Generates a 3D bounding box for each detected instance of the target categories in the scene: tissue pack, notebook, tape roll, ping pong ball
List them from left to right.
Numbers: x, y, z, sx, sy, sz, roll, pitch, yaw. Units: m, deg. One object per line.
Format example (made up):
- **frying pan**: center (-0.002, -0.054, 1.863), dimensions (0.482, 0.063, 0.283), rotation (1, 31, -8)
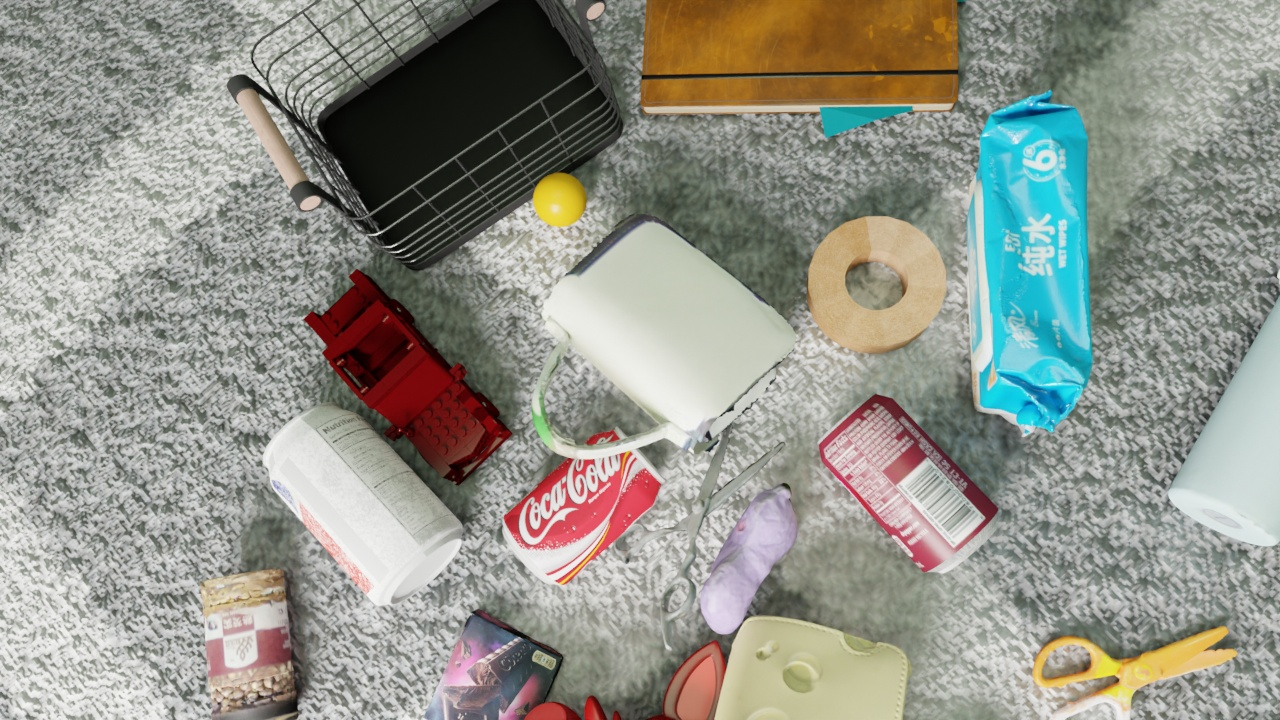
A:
- **ping pong ball**: center (-0.060, -0.120, 0.686), dimensions (0.040, 0.040, 0.040), rotation (-1, 79, 8)
- **notebook**: center (0.127, -0.258, 0.699), dimensions (0.249, 0.014, 0.178), rotation (2, 79, 8)
- **tape roll**: center (0.165, -0.053, 0.648), dimensions (0.094, 0.027, 0.094), rotation (-2, 79, 8)
- **tissue pack**: center (0.248, -0.052, 0.592), dimensions (0.066, 0.117, 0.209), rotation (0, 79, 13)

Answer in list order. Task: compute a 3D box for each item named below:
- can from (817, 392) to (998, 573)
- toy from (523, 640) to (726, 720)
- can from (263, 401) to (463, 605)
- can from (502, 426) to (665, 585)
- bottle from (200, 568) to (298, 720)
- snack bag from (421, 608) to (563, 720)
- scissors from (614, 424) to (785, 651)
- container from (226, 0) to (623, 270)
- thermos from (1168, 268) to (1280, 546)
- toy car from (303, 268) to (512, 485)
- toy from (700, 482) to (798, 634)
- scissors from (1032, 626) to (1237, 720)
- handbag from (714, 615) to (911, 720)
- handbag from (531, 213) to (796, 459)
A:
- **can**: center (0.174, 0.080, 0.603), dimensions (0.063, 0.063, 0.114), rotation (-41, 77, -1)
- **toy**: center (-0.015, 0.284, 0.570), dimensions (0.197, 0.121, 0.158), rotation (-20, 74, -5)
- **can**: center (-0.194, 0.099, 0.644), dimensions (0.136, 0.078, 0.078), rotation (44, 87, 13)
- **can**: center (-0.038, 0.099, 0.629), dimensions (0.105, 0.064, 0.064), rotation (-42, 77, -1)
- **bottle**: center (-0.275, 0.204, 0.646), dimensions (0.056, 0.056, 0.105), rotation (-12, 78, 5)
- **snack bag**: center (-0.116, 0.258, 0.635), dimensions (0.074, 0.018, 0.155), rotation (23, 85, 11)
- **scissors**: center (0.036, 0.112, 0.602), dimensions (0.142, 0.014, 0.171), rotation (-29, 31, 27)
- **container**: center (-0.144, -0.197, 0.666), dimensions (0.241, 0.130, 0.163), rotation (-34, 77, 1)
- **thermos**: center (0.416, 0.013, 0.581), dimensions (0.078, 0.065, 0.206), rotation (28, 84, 38)
- **toy car**: center (-0.173, 0.008, 0.666), dimensions (0.070, 0.062, 0.170), rotation (-44, 77, -2)
- **toy**: center (0.072, 0.133, 0.607), dimensions (0.036, 0.080, 0.099), rotation (27, 65, 26)
- **scissors**: center (0.322, 0.205, 0.585), dimensions (0.131, 0.012, 0.073), rotation (-13, 79, 6)
- **handbag**: center (0.099, 0.228, 0.552), dimensions (0.111, 0.081, 0.119), rotation (18, 53, 4)
- **handbag**: center (-0.004, 0.004, 0.621), dimensions (0.151, 0.074, 0.175), rotation (40, 61, 13)
